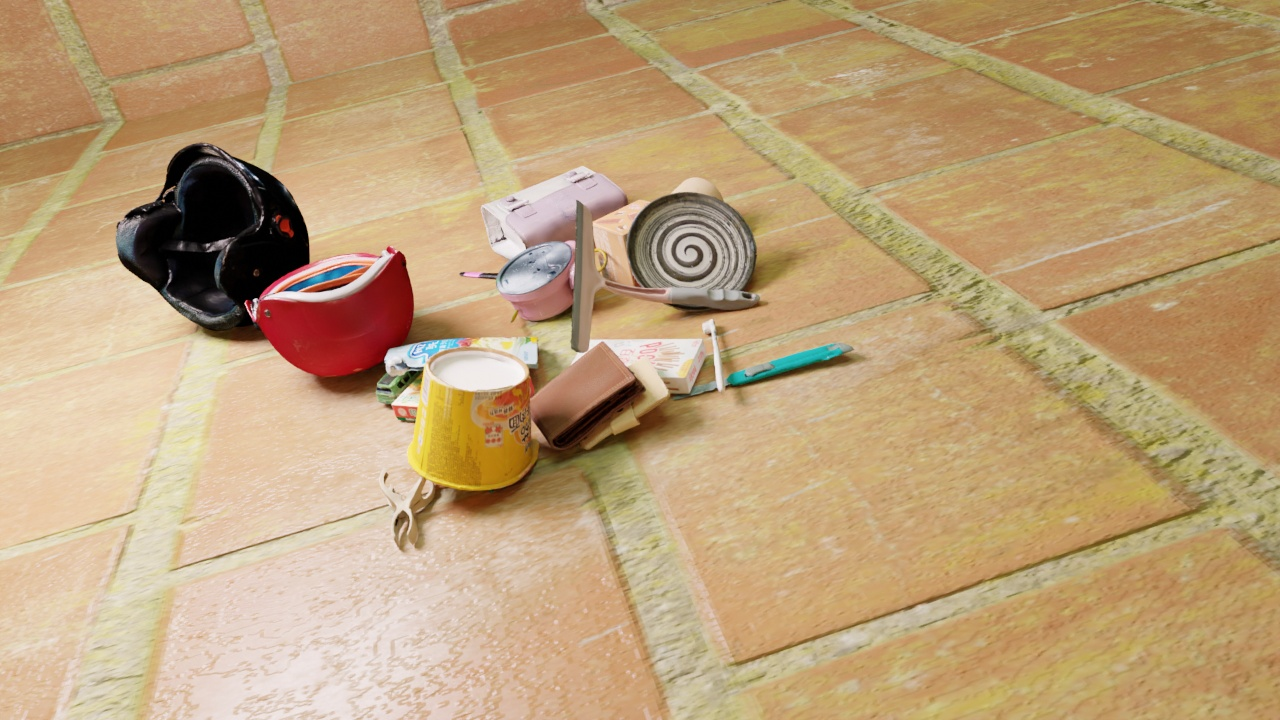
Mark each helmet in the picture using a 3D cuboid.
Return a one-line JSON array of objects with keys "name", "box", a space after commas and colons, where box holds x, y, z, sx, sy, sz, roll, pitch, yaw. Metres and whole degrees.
[{"name": "helmet", "box": [-0.404, -0.059, 1.235, 0.206, 0.144, 0.240, -26, 21, -22]}, {"name": "helmet", "box": [-0.616, -0.182, 1.379, 0.234, 0.275, 0.229, 14, 12, 19]}]

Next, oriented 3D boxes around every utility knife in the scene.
[{"name": "utility knife", "box": [0.141, 0.012, 1.062, 0.216, 0.013, 0.029, -17, 29, -1]}]

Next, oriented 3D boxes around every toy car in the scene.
[{"name": "toy car", "box": [-0.299, 0.023, 1.169, 0.043, 0.036, 0.091, 4, 31, 25]}]

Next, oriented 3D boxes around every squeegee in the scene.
[{"name": "squeegee", "box": [0.032, -0.089, 1.190, 0.249, 0.040, 0.247, 7, 53, -10]}]

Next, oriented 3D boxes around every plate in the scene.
[{"name": "plate", "box": [0.069, -0.146, 1.247, 0.179, 0.024, 0.179, 2, 71, -5]}]

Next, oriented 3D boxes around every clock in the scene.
[{"name": "clock", "box": [-0.120, -0.117, 1.281, 0.158, 0.060, 0.117, -26, 36, 3]}]

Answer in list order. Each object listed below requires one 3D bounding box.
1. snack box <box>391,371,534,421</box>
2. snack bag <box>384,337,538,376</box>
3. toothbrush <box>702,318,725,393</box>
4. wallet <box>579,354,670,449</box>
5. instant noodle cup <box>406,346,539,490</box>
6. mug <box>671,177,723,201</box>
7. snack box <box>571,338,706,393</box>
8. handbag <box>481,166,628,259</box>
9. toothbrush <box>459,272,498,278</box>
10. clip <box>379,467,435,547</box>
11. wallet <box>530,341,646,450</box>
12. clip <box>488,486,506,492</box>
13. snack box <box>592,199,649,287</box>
[{"name": "snack box", "box": [-0.214, 0.046, 1.111, 0.156, 0.027, 0.076, 3, 34, 22]}, {"name": "snack bag", "box": [-0.223, -0.007, 1.147, 0.191, 0.039, 0.110, -2, 22, -5]}, {"name": "toothbrush", "box": [0.088, -0.007, 1.097, 0.016, 0.016, 0.179, -17, 26, 8]}, {"name": "wallet", "box": [-0.026, 0.049, 1.027, 0.115, 0.024, 0.087, -31, 36, 1]}, {"name": "instant noodle cup", "box": [-0.176, 0.055, 0.974, 0.138, 0.110, 0.137, 7, 24, -3]}, {"name": "mug", "box": [0.083, -0.204, 1.372, 0.125, 0.084, 0.103, 32, 48, 13]}, {"name": "snack box", "box": [-0.007, 0.006, 1.105, 0.157, 0.027, 0.084, -1, 33, 21]}, {"name": "handbag", "box": [-0.134, -0.231, 1.461, 0.196, 0.099, 0.145, -29, 42, -25]}, {"name": "toothbrush", "box": [-0.201, -0.130, 1.392, 0.189, 0.018, 0.014, 6, 38, 28]}, {"name": "clip", "box": [-0.234, 0.144, 0.960, 0.092, 0.035, 0.103, -26, 39, -20]}, {"name": "wallet", "box": [-0.066, 0.039, 1.024, 0.124, 0.032, 0.101, -38, 36, -4]}, {"name": "clip", "box": [-0.160, 0.122, 0.988, 0.043, 0.014, 0.056, -21, 34, -15]}, {"name": "snack box", "box": [-0.004, -0.164, 1.309, 0.094, 0.093, 0.077, -30, 35, -27]}]
